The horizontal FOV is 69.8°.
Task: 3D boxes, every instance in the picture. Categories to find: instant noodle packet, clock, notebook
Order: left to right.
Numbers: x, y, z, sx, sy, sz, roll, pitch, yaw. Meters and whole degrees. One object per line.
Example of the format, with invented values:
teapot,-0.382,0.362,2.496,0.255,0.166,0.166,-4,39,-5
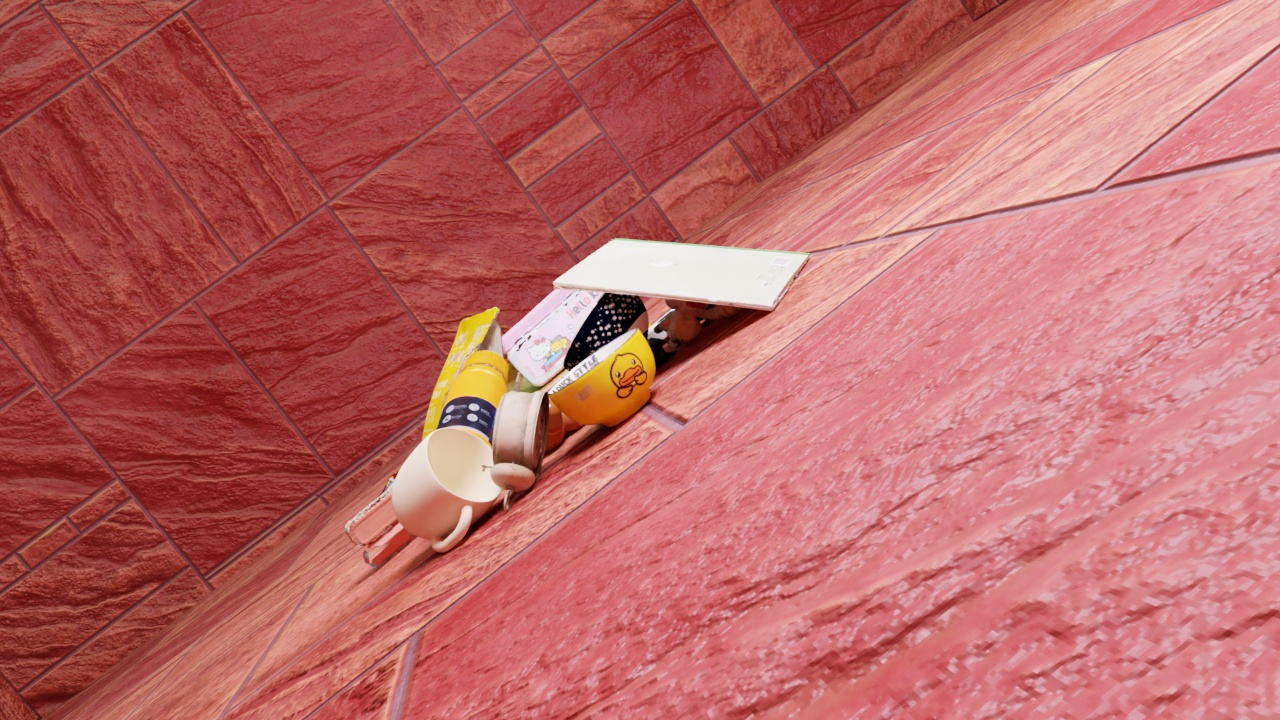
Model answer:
instant noodle packet,-0.251,0.039,1.332,0.163,0.084,0.221,-12,67,61
clock,-0.130,0.091,0.953,0.093,0.054,0.140,93,-175,-55
notebook,0.052,-0.105,1.051,0.253,0.010,0.181,7,27,21

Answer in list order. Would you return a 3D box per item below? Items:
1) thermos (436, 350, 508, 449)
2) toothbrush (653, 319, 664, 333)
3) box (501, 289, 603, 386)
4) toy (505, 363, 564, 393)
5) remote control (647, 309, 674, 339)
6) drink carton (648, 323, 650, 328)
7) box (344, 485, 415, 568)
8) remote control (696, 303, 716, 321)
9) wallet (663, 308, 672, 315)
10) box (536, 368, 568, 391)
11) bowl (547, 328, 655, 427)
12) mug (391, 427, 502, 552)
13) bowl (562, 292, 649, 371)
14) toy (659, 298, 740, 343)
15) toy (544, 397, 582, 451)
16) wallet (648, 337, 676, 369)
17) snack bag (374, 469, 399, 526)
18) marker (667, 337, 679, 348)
thermos,-0.216,0.082,1.136,0.092,0.076,0.232,-30,30,23
toothbrush,0.081,-0.086,1.203,0.167,0.013,0.013,-38,14,-16
box,-0.118,-0.066,1.328,0.201,0.077,0.146,-43,34,-9
toy,-0.140,0.018,1.418,0.197,0.107,0.150,-45,7,-1
remote control,0.005,-0.019,1.245,0.143,0.024,0.050,-40,8,-14
drink carton,-0.018,-0.042,1.360,0.043,0.058,0.135,-38,9,-12
box,-0.282,0.180,1.160,0.186,0.082,0.042,-39,18,-30
remote control,0.105,-0.082,1.190,0.041,0.020,0.151,-31,7,44
wallet,0.087,-0.086,1.305,0.072,0.019,0.123,-36,6,-31
box,-0.129,0.066,1.246,0.118,0.051,0.204,-30,9,39
bowl,-0.031,0.026,0.956,0.117,0.067,0.117,-36,8,5
mug,-0.208,0.147,0.965,0.100,0.096,0.120,-45,44,29
bowl,-0.029,-0.024,1.063,0.120,0.066,0.120,-56,-7,-10
toy,0.055,-0.061,1.093,0.106,0.085,0.074,-54,38,37
toy,-0.112,0.061,1.095,0.095,0.065,0.127,-12,20,9
wallet,-0.007,0.007,1.136,0.089,0.026,0.115,-39,7,-7
snack bag,-0.309,0.182,1.296,0.138,0.066,0.208,-28,6,-24
marker,0.059,-0.047,1.189,0.021,0.017,0.123,14,29,15
